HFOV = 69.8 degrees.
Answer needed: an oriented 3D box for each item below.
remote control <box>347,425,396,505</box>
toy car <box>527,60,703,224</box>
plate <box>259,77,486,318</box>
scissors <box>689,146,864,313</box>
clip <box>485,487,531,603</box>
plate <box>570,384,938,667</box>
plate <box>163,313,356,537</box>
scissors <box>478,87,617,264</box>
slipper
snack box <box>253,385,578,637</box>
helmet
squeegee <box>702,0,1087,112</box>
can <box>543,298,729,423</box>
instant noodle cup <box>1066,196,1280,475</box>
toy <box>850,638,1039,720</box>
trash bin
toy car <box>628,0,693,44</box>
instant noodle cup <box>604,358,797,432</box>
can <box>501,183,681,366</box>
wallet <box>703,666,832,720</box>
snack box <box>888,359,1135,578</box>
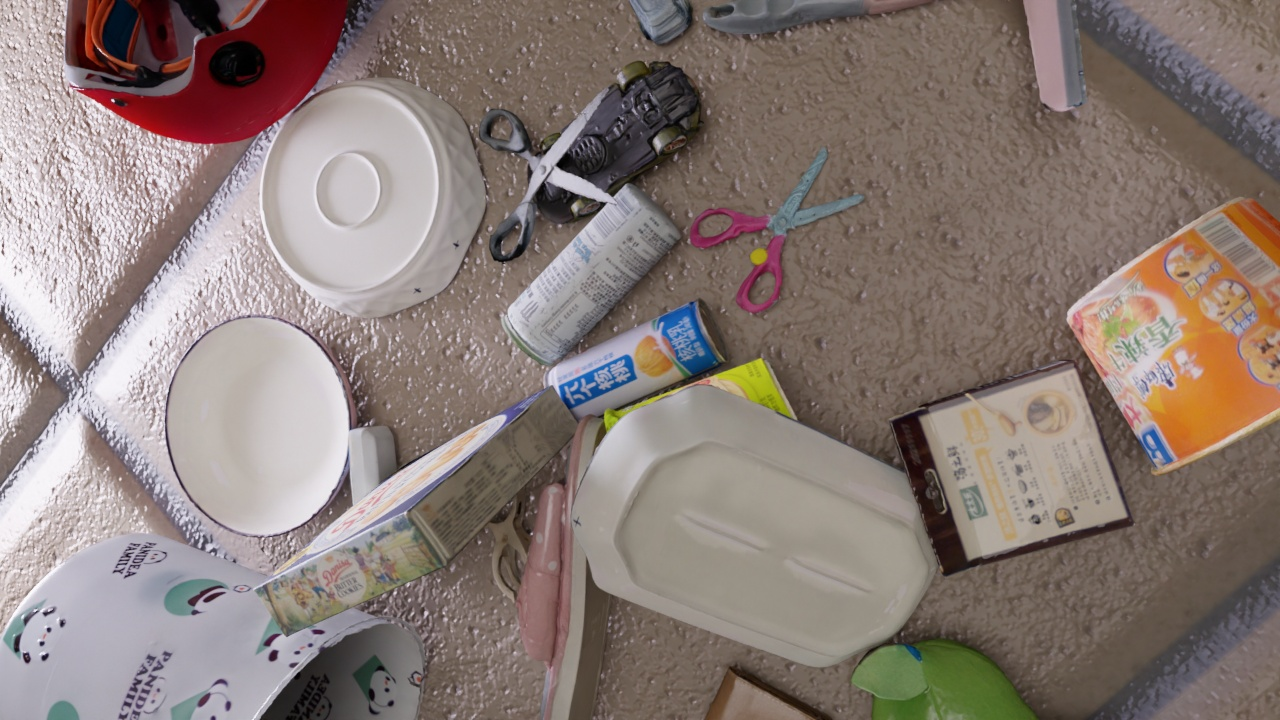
[{"bbox_3d":[-0.218,0.117,0.763,0.024,0.049,0.125,-5,89,14],"label":"remote control"},{"bbox_3d":[-0.023,-0.165,0.702,0.158,0.042,0.070,-31,80,27],"label":"toy car"},{"bbox_3d":[-0.232,-0.138,0.767,0.205,0.045,0.205,0,90,16],"label":"plate"},{"bbox_3d":[0.095,-0.104,0.684,0.118,0.017,0.133,31,95,19],"label":"scissors"},{"bbox_3d":[-0.105,0.144,0.737,0.070,0.034,0.100,-23,79,17],"label":"clip"},{"bbox_3d":[0.086,0.122,0.609,0.265,0.034,0.162,25,101,-16],"label":"plate"},{"bbox_3d":[-0.325,0.056,0.800,0.193,0.039,0.192,0,91,17],"label":"plate"},{"bbox_3d":[-0.076,-0.140,0.701,0.178,0.014,0.160,35,117,40],"label":"scissors"},{"bbox_3d":[-0.057,0.173,0.685,0.054,0.114,0.274,7,99,13],"label":"slipper"},{"bbox_3d":[-0.155,0.104,0.652,0.183,0.177,0.046,-28,100,32],"label":"snack box"},{"bbox_3d":[-0.328,-0.273,0.742,0.240,0.144,0.206,-25,61,7],"label":"helmet"},{"bbox_3d":[0.166,-0.261,0.647,0.250,0.040,0.247,-4,74,22],"label":"squeegee"},{"bbox_3d":[-0.004,0.004,0.693,0.135,0.053,0.053,-24,83,16],"label":"can"},{"bbox_3d":[0.341,-0.017,0.546,0.151,0.151,0.111,-36,73,14],"label":"instant noodle cup"},{"bbox_3d":[0.227,0.298,0.608,0.227,0.090,0.246,-21,81,15],"label":"toy"},{"bbox_3d":[-0.339,0.263,0.721,0.252,0.229,0.229,18,96,22],"label":"trash bin"},{"bbox_3d":[0.005,-0.286,0.699,0.043,0.034,0.090,-29,81,18],"label":"toy car"},{"bbox_3d":[0.053,0.058,0.655,0.123,0.111,0.111,-27,83,7],"label":"instant noodle cup"},{"bbox_3d":[-0.038,-0.064,0.701,0.147,0.058,0.058,-45,78,13],"label":"can"},{"bbox_3d":[0.080,0.298,0.682,0.090,0.033,0.115,25,97,13],"label":"wallet"},{"bbox_3d":[0.245,0.071,0.616,0.126,0.053,0.113,-19,85,14],"label":"snack box"}]
